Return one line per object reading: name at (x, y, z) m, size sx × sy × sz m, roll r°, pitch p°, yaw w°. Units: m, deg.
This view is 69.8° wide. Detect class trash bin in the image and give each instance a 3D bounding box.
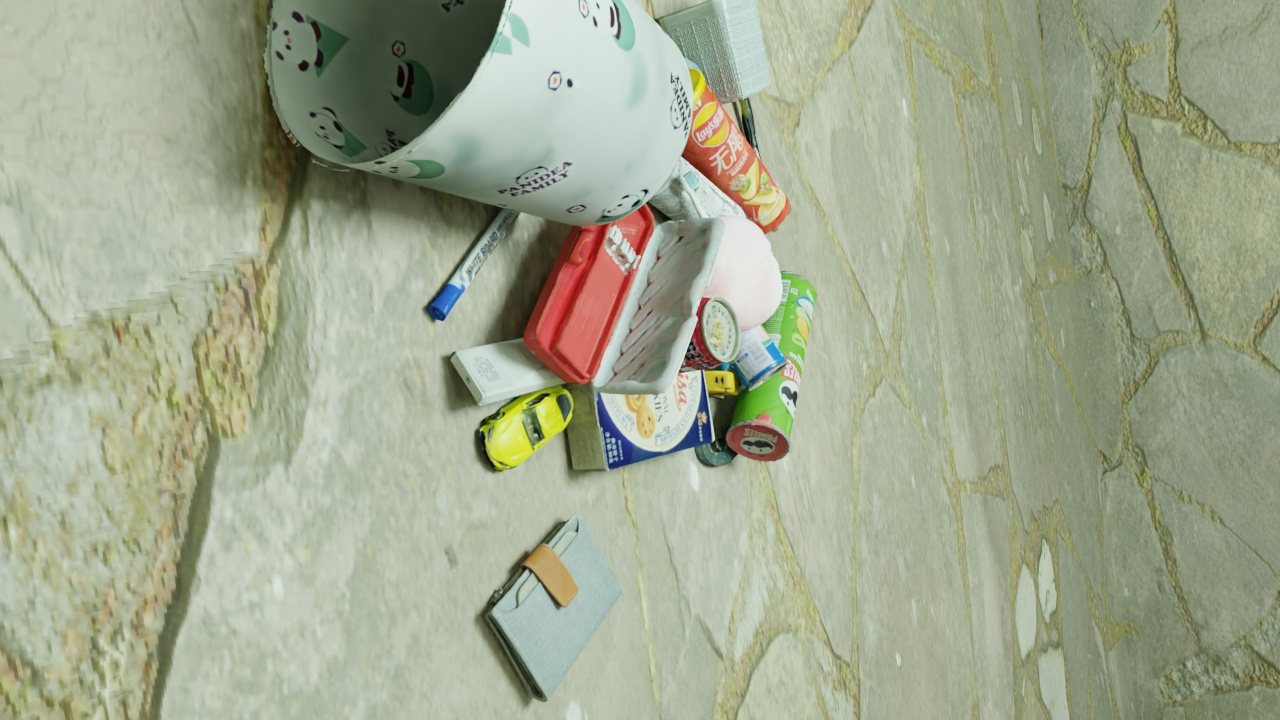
trash bin at (-0.100, -0.219, 0.684) m, size 0.251 × 0.230 × 0.229 m, roll 11°, pitch 76°, yaw -57°

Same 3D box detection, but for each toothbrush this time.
toothbrush at (0.088, -0.121, 1.000) m, size 0.224 × 0.027 × 0.026 m, roll 54°, pitch 13°, yaw -44°

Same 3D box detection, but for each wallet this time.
wallet at (-0.070, 0.207, 0.791) m, size 0.129 × 0.037 × 0.106 m, roll -47°, pitch 121°, yaw -45°

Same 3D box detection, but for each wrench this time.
wrench at (0.140, 0.051, 1.105) m, size 0.272 × 0.016 × 0.056 m, roll -38°, pitch 114°, yaw -48°

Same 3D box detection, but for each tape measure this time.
tape measure at (0.077, 0.028, 0.993) m, size 0.060 × 0.057 × 0.029 m, roll 30°, pitch 60°, yaw -75°

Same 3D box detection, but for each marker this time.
marker at (-0.135, -0.089, 0.772) m, size 0.017 × 0.017 × 0.145 m, roll 54°, pitch 46°, yaw -32°

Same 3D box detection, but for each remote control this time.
remote control at (-0.103, 0.004, 0.778) m, size 0.124 × 0.024 × 0.049 m, roll -16°, pitch 64°, yaw -52°

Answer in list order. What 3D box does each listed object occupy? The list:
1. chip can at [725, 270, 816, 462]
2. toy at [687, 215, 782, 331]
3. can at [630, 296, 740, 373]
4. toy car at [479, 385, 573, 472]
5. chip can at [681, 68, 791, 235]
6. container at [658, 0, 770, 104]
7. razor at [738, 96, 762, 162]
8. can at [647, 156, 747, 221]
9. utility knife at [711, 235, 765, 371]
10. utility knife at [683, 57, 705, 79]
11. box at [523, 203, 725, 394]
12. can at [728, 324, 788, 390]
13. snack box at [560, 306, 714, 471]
chip can at (0.156, 0.001, 1.072) m, size 0.072 × 0.072 × 0.235 m, roll 49°, pitch 43°, yaw -35°
toy at (0.079, -0.081, 0.934) m, size 0.159 × 0.054 × 0.121 m, roll -28°, pitch 95°, yaw -34°
can at (0.038, -0.022, 0.844) m, size 0.066 × 0.094 × 0.066 m, roll 14°, pitch 72°, yaw -50°
toy car at (-0.095, 0.055, 0.788) m, size 0.105 × 0.032 × 0.048 m, roll -38°, pitch 114°, yaw -47°
chip can at (0.093, -0.231, 1.047) m, size 0.216 × 0.073 × 0.073 m, roll 43°, pitch 52°, yaw -41°
container at (0.090, -0.353, 1.050) m, size 0.089 × 0.090 × 0.111 m, roll -39°, pitch 118°, yaw -47°
razor at (0.131, -0.304, 1.148) m, size 0.042 × 0.022 × 0.143 m, roll -34°, pitch 111°, yaw -47°
can at (0.057, -0.173, 0.999) m, size 0.146 × 0.058 × 0.058 m, roll 28°, pitch 62°, yaw -46°
utility knife at (0.122, -0.082, 1.101) m, size 0.034 × 0.018 × 0.233 m, roll 51°, pitch 49°, yaw -36°
utility knife at (-0.003, -0.338, 0.960) m, size 0.201 × 0.021 × 0.031 m, roll 10°, pitch 64°, yaw -35°
box at (-0.006, -0.070, 0.797) m, size 0.110 × 0.100 × 0.200 m, roll 47°, pitch 50°, yaw -36°
can at (0.100, -0.036, 0.994) m, size 0.053 × 0.053 × 0.134 m, roll -22°, pitch 73°, yaw -52°
snack box at (-0.005, 0.005, 0.900) m, size 0.182 × 0.046 × 0.178 m, roll -8°, pitch 89°, yaw -52°
